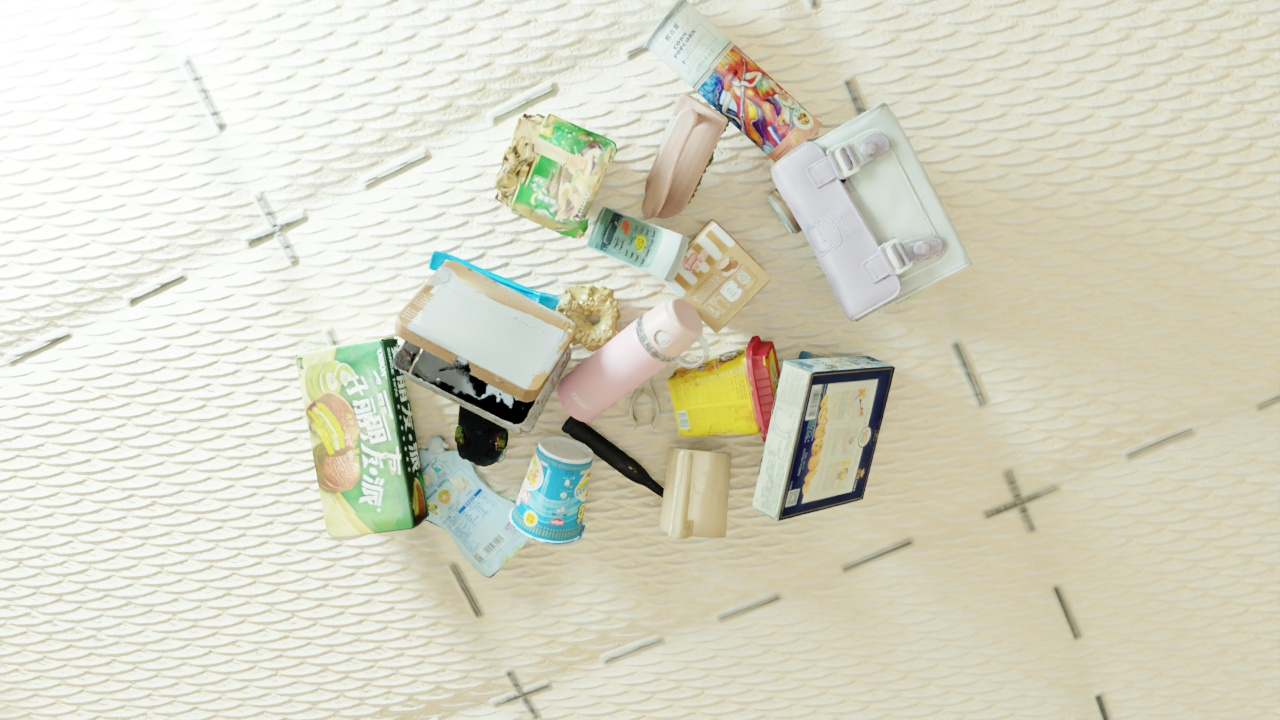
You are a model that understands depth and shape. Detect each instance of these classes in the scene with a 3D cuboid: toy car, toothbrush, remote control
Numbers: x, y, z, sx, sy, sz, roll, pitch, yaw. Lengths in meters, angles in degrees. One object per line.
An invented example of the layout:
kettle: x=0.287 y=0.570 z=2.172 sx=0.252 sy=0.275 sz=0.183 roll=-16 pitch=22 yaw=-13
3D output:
toy car: x=-0.197 y=0.056 z=1.158 sx=0.071 sy=0.041 sz=0.156 roll=5 pitch=98 yaw=1
toothbrush: x=-0.010 y=0.141 z=1.181 sx=0.212 sy=0.027 sz=0.026 roll=37 pitch=86 yaw=-7
remote control: x=-0.004 y=-0.138 z=1.078 sx=0.135 sy=0.019 sz=0.056 roll=27 pitch=97 yaw=37

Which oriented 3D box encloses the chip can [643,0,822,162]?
chip can: x=0.107 y=-0.316 z=1.051 sx=0.214 sy=0.071 sz=0.071 roll=40 pitch=101 yaw=-7

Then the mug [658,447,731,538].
mug: x=0.063 y=0.161 z=1.124 sx=0.084 sy=0.124 sz=0.103 roll=5 pitch=85 yaw=19

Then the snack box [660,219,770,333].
snack box: x=0.088 y=-0.102 z=1.096 sx=0.094 sy=0.077 sz=0.093 roll=43 pitch=101 yaw=-7

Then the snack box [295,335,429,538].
snack box: x=-0.345 y=0.096 z=1.145 sx=0.114 sy=0.063 sz=0.240 roll=-8 pitch=94 yaw=7

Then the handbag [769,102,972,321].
handbag: x=0.247 y=-0.158 z=0.999 sx=0.145 sy=0.098 sz=0.197 roll=-29 pitch=88 yaw=17

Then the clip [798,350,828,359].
clip: x=0.225 y=0.003 z=1.148 sx=0.056 sy=0.027 sz=0.024 roll=8 pitch=100 yaw=10

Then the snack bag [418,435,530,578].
snack bag: x=-0.234 y=0.189 z=1.192 sx=0.191 sy=0.038 sz=0.110 roll=43 pitch=106 yaw=-4

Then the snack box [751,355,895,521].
snack box: x=0.220 y=0.089 z=1.094 sx=0.046 sy=0.182 sz=0.178 roll=22 pitch=107 yaw=42

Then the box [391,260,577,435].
box: x=-0.177 y=-0.020 z=1.056 sx=0.181 sy=0.158 sz=0.148 roll=25 pitch=79 yaw=5

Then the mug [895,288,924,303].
mug: x=0.295 y=-0.112 z=1.088 sx=0.111 sy=0.082 sz=0.106 roll=34 pitch=101 yaw=-23

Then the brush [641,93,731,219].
brush: x=0.044 y=-0.228 z=1.057 sx=0.063 sy=0.072 sz=0.146 roll=36 pitch=123 yaw=15

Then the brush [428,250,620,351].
brush: x=-0.139 y=-0.082 z=1.132 sx=0.254 sy=0.045 sz=0.083 roll=20 pitch=106 yaw=1

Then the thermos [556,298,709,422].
thermos: x=-0.006 y=0.006 z=1.093 sx=0.199 sy=0.067 sz=0.087 roll=-36 pitch=100 yaw=31

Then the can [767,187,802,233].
can: x=0.210 y=-0.205 z=1.078 sx=0.116 sy=0.058 sz=0.058 roll=-37 pitch=99 yaw=9

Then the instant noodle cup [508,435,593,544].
instant noodle cup: x=-0.105 y=0.156 z=1.145 sx=0.099 sy=0.099 sz=0.110 roll=15 pitch=107 yaw=-2

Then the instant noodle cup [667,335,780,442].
instant noodle cup: x=0.106 y=0.040 z=1.116 sx=0.124 sy=0.116 sz=0.116 roll=-10 pitch=102 yaw=16

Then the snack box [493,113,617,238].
snack box: x=-0.096 y=-0.219 z=1.062 sx=0.117 sy=0.105 sz=0.118 roll=23 pitch=103 yaw=-5

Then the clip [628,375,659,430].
clip: x=0.014 y=0.038 z=1.154 sx=0.076 sy=0.034 sz=0.103 roll=9 pitch=95 yaw=2
